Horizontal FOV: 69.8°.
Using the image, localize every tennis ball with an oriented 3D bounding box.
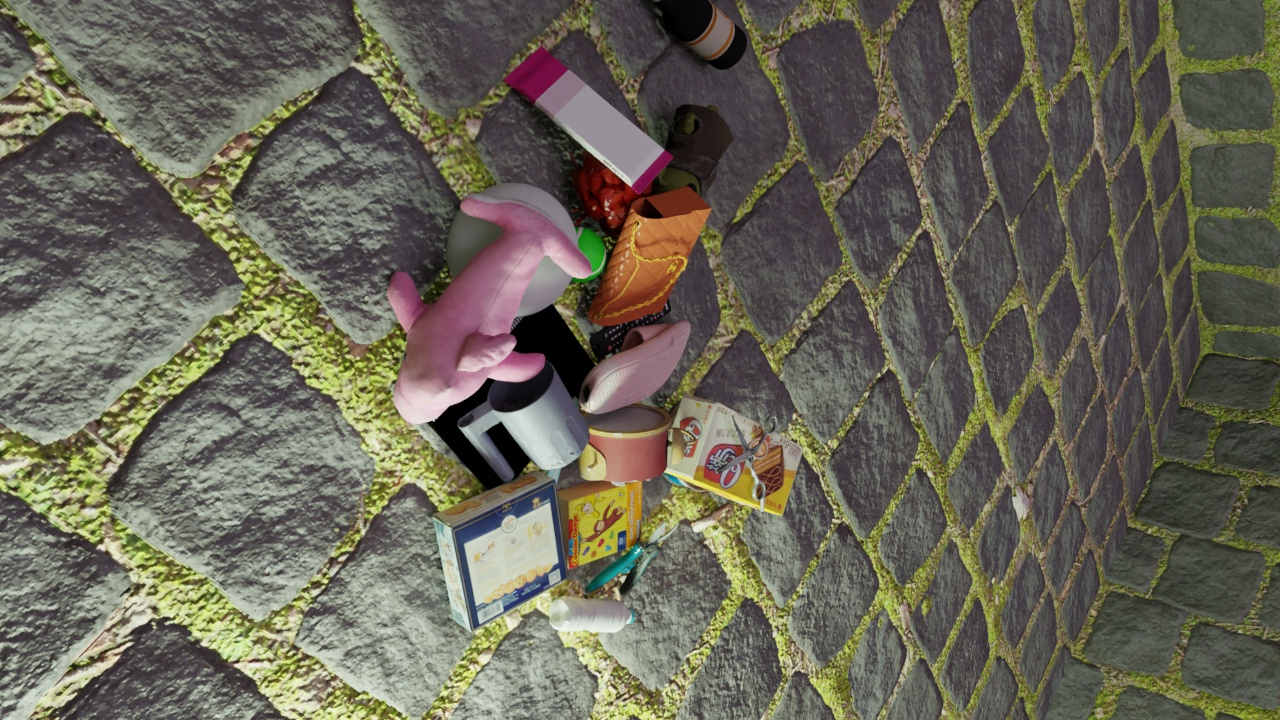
[{"bbox_3d":[-0.073,-0.125,1.085,0.065,0.065,0.065,-11,106,-43],"label":"tennis ball"}]

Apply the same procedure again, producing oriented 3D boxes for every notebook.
[{"bbox_3d":[-0.145,0.038,1.083,0.206,0.016,0.149,-53,131,-24],"label":"notebook"}]

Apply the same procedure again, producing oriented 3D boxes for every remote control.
[{"bbox_3d":[-0.009,-0.051,1.199,0.146,0.015,0.033,-36,122,-35],"label":"remote control"}]

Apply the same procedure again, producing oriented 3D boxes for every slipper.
[{"bbox_3d":[-0.007,0.007,1.174,0.220,0.056,0.107,-28,146,-50],"label":"slipper"}]

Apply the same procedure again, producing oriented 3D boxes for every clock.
[{"bbox_3d":[-0.006,0.108,1.157,0.158,0.117,0.081,-7,107,-24],"label":"clock"}]

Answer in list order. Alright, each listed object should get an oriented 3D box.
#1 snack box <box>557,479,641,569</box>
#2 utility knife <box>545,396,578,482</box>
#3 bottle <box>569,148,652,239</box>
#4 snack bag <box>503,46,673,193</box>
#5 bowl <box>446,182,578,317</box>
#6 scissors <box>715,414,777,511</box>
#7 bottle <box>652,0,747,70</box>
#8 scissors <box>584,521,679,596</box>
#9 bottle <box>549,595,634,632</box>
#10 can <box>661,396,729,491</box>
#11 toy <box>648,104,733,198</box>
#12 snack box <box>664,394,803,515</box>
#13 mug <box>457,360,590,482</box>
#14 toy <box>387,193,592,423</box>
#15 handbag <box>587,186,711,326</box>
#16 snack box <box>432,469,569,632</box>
[{"bbox_3d":[-0.057,0.205,1.186,0.125,0.040,0.088,-9,105,-44],"label":"snack box"},{"bbox_3d":[-0.105,0.124,1.135,0.022,0.015,0.165,19,87,-42],"label":"utility knife"},{"bbox_3d":[-0.036,-0.204,1.089,0.098,0.099,0.111,-56,151,-22],"label":"bottle"},{"bbox_3d":[-0.057,-0.271,1.031,0.196,0.016,0.070,39,66,-1],"label":"snack bag"},{"bbox_3d":[-0.134,-0.118,1.004,0.149,0.043,0.150,-5,105,-21],"label":"bowl"},{"bbox_3d":[0.152,0.135,1.244,0.141,0.014,0.175,-45,129,-33],"label":"scissors"},{"bbox_3d":[0.060,-0.436,1.158,0.181,0.059,0.059,21,83,-45],"label":"bottle"},{"bbox_3d":[-0.009,0.272,1.224,0.155,0.019,0.125,-29,144,-13],"label":"scissors"},{"bbox_3d":[-0.059,0.335,1.208,0.136,0.044,0.044,19,85,-45],"label":"bottle"},{"bbox_3d":[0.082,0.118,1.305,0.129,0.044,0.130,-11,106,-43],"label":"can"},{"bbox_3d":[0.061,-0.252,1.170,0.152,0.078,0.179,-66,160,-15],"label":"toy"},{"bbox_3d":[0.131,0.136,1.280,0.230,0.062,0.110,28,79,-45],"label":"snack box"},{"bbox_3d":[-0.130,0.074,1.046,0.124,0.084,0.104,-34,128,-7],"label":"mug"},{"bbox_3d":[-0.164,-0.036,0.935,0.186,0.128,0.266,31,97,-23],"label":"toy"},{"bbox_3d":[0.008,-0.117,1.109,0.108,0.060,0.172,-19,149,-38],"label":"handbag"},{"bbox_3d":[-0.159,0.220,1.074,0.144,0.043,0.145,-21,116,-35],"label":"snack box"}]
